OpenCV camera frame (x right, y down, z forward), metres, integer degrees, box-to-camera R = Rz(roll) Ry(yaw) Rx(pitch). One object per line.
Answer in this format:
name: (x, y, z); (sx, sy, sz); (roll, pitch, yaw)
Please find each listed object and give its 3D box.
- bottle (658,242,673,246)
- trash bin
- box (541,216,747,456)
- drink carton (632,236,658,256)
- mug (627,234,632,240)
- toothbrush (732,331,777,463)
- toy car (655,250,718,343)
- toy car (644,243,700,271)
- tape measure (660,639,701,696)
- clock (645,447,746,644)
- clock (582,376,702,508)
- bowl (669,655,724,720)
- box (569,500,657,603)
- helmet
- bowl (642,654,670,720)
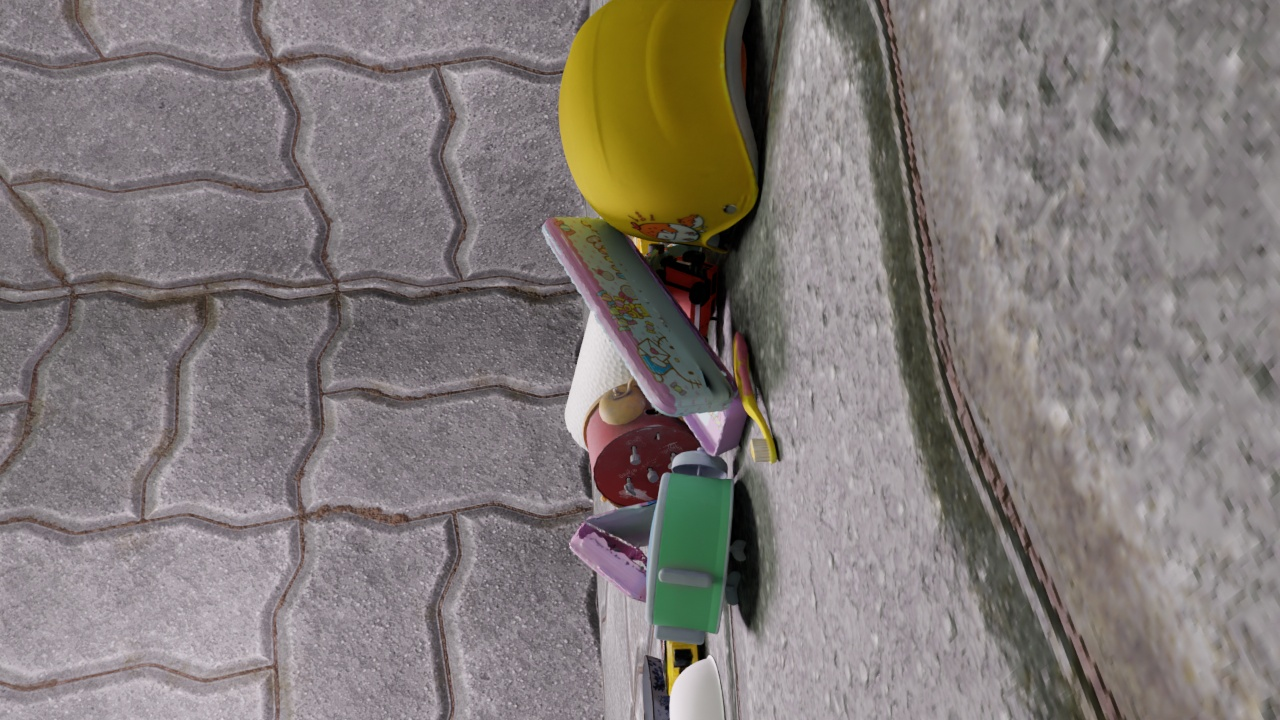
bottle: (0.036, -0.106, 0.934); (0.036, 0.036, 0.109); (99, 169, -59)
trash bin: (-0.006, 0.006, 0.960); (0.133, 0.133, 0.162); (-97, 14, -47)
box: (0.008, -0.028, 0.735); (0.214, 0.062, 0.140); (56, -170, 31)
drink carton: (0.016, -0.136, 1.107); (0.058, 0.041, 0.122); (95, 172, -46)
mug: (-0.027, -0.137, 1.208); (0.082, 0.105, 0.082); (178, 92, -84)
toothbrush: (0.078, 0.024, 0.660); (0.135, 0.016, 0.021); (-98, 5, -49)
toy car: (0.042, -0.047, 0.816); (0.048, 0.051, 0.100); (-33, -46, -44)
toy car: (0.022, -0.084, 0.858); (0.107, 0.027, 0.060); (-25, -60, -59)
tape measure: (0.042, 0.298, 0.943); (0.071, 0.042, 0.072); (-91, -2, -62)
clock: (0.047, 0.140, 0.747); (0.161, 0.075, 0.122); (-79, -7, -50)
clock: (0.008, 0.077, 0.889); (0.081, 0.117, 0.159); (-104, 20, -51)
bowl: (0.050, 0.337, 0.867); (0.110, 0.040, 0.110); (177, 92, -84)
box: (0.011, 0.182, 0.903); (0.090, 0.084, 0.230); (-52, -20, -6)
helmet: (0.004, -0.188, 0.733); (0.240, 0.139, 0.209); (128, 141, -81)
bowl: (0.030, 0.393, 1.042); (0.114, 0.045, 0.114); (177, 92, -84)
